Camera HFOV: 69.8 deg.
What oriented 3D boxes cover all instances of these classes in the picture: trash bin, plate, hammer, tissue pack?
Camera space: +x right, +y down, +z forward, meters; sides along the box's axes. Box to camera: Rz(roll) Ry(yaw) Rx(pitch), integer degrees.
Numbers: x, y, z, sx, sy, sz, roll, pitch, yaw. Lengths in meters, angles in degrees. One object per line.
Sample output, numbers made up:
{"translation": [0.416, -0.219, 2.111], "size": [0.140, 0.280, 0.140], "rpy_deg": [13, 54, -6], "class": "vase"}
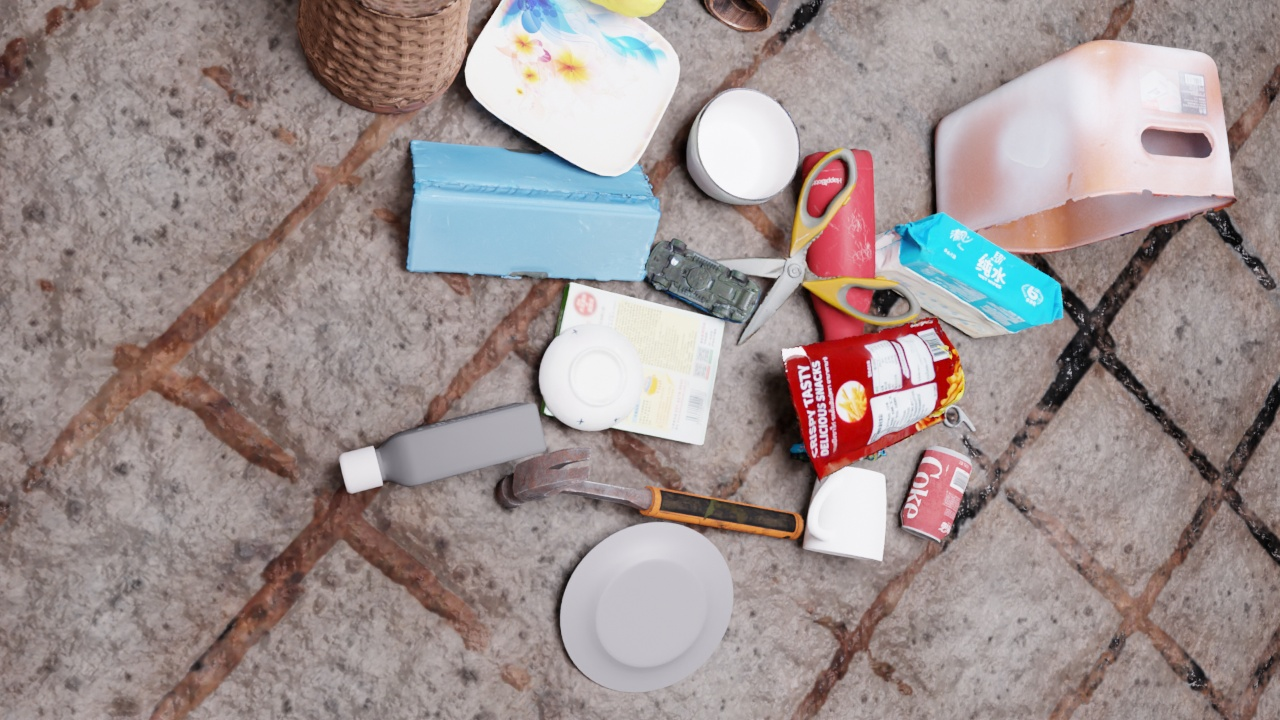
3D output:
{"translation": [0.445, -0.211, 0.959], "size": [0.181, 0.260, 0.157], "rpy_deg": [-1, 84, -18], "class": "trash bin"}
{"translation": [-0.209, -0.309, 0.764], "size": [0.151, 0.210, 0.151], "rpy_deg": [1, 87, -19], "class": "trash bin"}
{"translation": [-0.043, 0.016, 0.875], "size": [0.104, 0.026, 0.104], "rpy_deg": [0, 89, -17], "class": "plate"}
{"translation": [0.010, 0.245, 0.900], "size": [0.178, 0.012, 0.178], "rpy_deg": [-3, 102, -16], "class": "plate"}
{"translation": [0.032, 0.136, 0.887], "size": [0.314, 0.138, 0.035], "rpy_deg": [14, 65, -26], "class": "hammer"}
{"translation": [-0.063, -0.279, 0.895], "size": [0.187, 0.016, 0.186], "rpy_deg": [30, 67, -12], "class": "plate"}
{"translation": [0.340, -0.091, 0.991], "size": [0.209, 0.117, 0.066], "rpy_deg": [25, 76, -16], "class": "tissue pack"}

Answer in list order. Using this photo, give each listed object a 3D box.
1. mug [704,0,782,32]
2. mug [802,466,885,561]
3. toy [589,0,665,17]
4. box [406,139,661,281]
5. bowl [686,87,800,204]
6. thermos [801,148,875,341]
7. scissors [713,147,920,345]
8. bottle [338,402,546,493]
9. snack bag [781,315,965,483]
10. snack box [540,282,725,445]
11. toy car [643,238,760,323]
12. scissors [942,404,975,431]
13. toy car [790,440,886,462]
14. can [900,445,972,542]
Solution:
{"translation": [0.103, -0.414, 0.951], "size": [0.116, 0.080, 0.107], "rpy_deg": [21, 82, 12], "class": "mug"}
{"translation": [0.205, 0.155, 0.946], "size": [0.114, 0.081, 0.087], "rpy_deg": [23, 73, -47], "class": "mug"}
{"translation": [0.015, -0.422, 0.898], "size": [0.149, 0.084, 0.213], "rpy_deg": [34, 70, 9], "class": "toy"}
{"translation": [-0.107, -0.146, 0.887], "size": [0.231, 0.094, 0.112], "rpy_deg": [0, 44, -17], "class": "box"}
{"translation": [0.098, -0.212, 0.939], "size": [0.116, 0.066, 0.116], "rpy_deg": [1, 87, -18], "class": "bowl"}
{"translation": [0.212, -0.099, 0.970], "size": [0.073, 0.073, 0.240], "rpy_deg": [-6, 97, -19], "class": "thermos"}
{"translation": [0.176, -0.107, 0.930], "size": [0.225, 0.016, 0.229], "rpy_deg": [11, 101, 11], "class": "scissors"}
{"translation": [-0.180, 0.080, 0.827], "size": [0.173, 0.084, 0.046], "rpy_deg": [-14, 92, -18], "class": "bottle"}
{"translation": [0.241, 0.032, 0.938], "size": [0.207, 0.067, 0.139], "rpy_deg": [-16, 102, -31], "class": "snack bag"}
{"translation": [-0.005, 0.005, 0.917], "size": [0.168, 0.027, 0.132], "rpy_deg": [13, 83, -17], "class": "snack box"}
{"translation": [0.061, -0.077, 0.929], "size": [0.120, 0.043, 0.056], "rpy_deg": [26, 85, 2], "class": "toy car"}
{"translation": [0.309, 0.049, 1.029], "size": [0.141, 0.014, 0.147], "rpy_deg": [-35, 99, -19], "class": "scissors"}
{"translation": [0.211, 0.093, 0.977], "size": [0.105, 0.048, 0.032], "rpy_deg": [0, 85, -17], "class": "toy car"}
{"translation": [0.324, 0.147, 1.009], "size": [0.054, 0.054, 0.096], "rpy_deg": [26, 80, -16], "class": "can"}
